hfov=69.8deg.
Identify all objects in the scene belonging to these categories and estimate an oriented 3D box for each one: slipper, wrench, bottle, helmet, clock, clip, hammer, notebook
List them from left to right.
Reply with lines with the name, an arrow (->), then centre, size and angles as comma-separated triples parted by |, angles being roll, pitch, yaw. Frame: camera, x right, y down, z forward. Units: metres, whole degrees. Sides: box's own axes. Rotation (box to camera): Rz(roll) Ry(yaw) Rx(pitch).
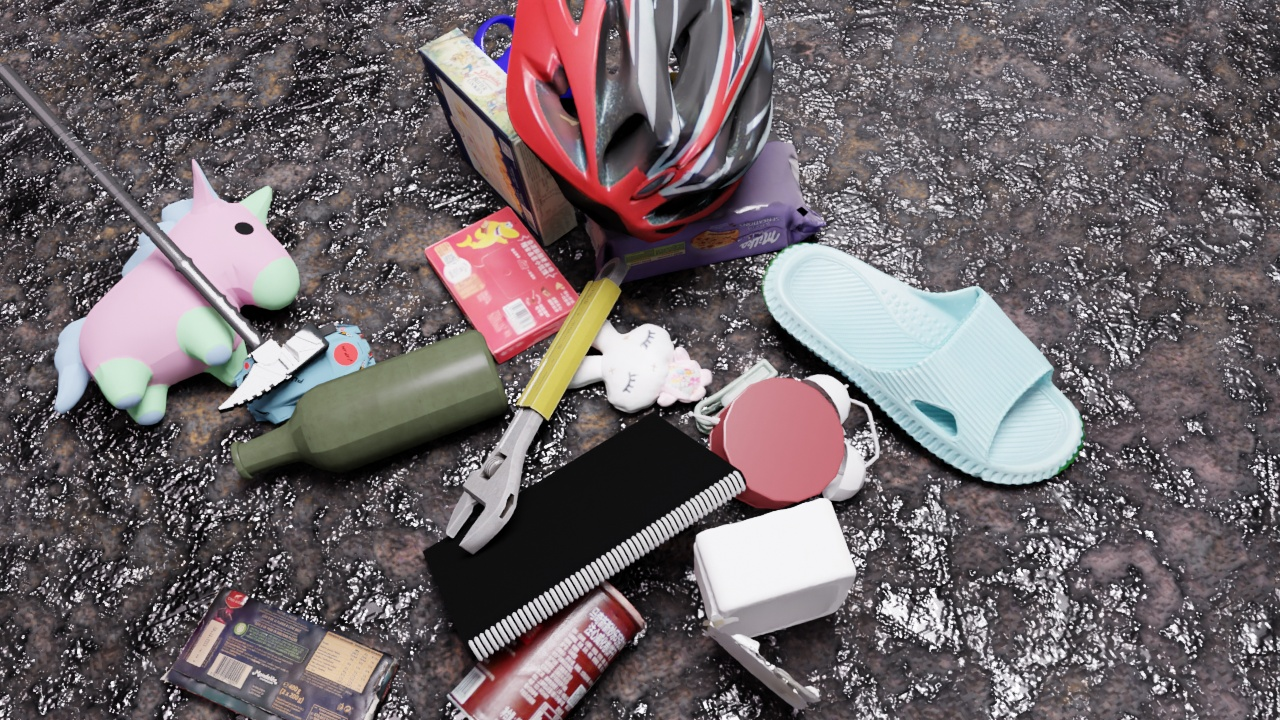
hammer -> -0.388, -0.102, 0.709 | 0.325, 0.015, 0.094 | 48, 63, -2
bottle -> -0.210, 0.042, 0.716 | 0.206, 0.071, 0.071 | -20, 60, -8
wrench -> -0.073, 0.025, 0.711 | 0.084, 0.018, 0.272 | -8, 47, 53
notebook -> -0.045, 0.113, 0.644 | 0.206, 0.016, 0.149 | -30, 23, -14
helmet -> 0.012, -0.225, 0.706 | 0.167, 0.217, 0.271 | -18, 53, 39
clip -> 0.075, 0.030, 0.730 | 0.076, 0.047, 0.023 | -34, 61, -11
clock -> 0.111, 0.062, 0.685 | 0.137, 0.048, 0.096 | -7, 75, -12
slipper -> 0.217, -0.007, 0.703 | 0.276, 0.070, 0.115 | 36, 72, 11

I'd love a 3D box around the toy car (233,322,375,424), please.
toy car -> -0.273, 0.010, 0.748 | 0.107, 0.027, 0.060 | -26, 97, -12

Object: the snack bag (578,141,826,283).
snack bag -> 0.051, -0.135, 0.811 | 0.205, 0.058, 0.096 | -14, 59, -3

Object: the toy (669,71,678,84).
toy -> -0.021, -0.215, 0.846 | 0.119, 0.099, 0.097 | -1, 101, 30

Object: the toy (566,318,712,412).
toy -> -0.004, 0.004, 0.743 | 0.125, 0.037, 0.075 | 18, 70, 22

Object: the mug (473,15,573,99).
mug -> -0.114, -0.274, 0.876 | 0.079, 0.111, 0.083 | 0, 49, 49

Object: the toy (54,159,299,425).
toy -> -0.391, -0.051, 0.766 | 0.222, 0.120, 0.171 | -27, 71, -13

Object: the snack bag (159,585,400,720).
snack bag -> -0.251, 0.218, 0.645 | 0.155, 0.018, 0.074 | 18, 63, 13

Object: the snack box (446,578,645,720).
snack box -> -0.062, 0.200, 0.613 | 0.072, 0.072, 0.121 | 35, 68, 21

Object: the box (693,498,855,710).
box -> 0.095, 0.175, 0.598 | 0.103, 0.110, 0.130 | -15, 59, -5

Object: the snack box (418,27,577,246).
snack box -> -0.122, -0.194, 0.807 | 0.042, 0.144, 0.145 | -36, 64, -13

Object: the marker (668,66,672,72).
marker -> 0.044, -0.256, 0.905 | 0.019, 0.019, 0.145 | -26, 61, -12

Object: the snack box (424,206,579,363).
snack box -> -0.120, -0.069, 0.804 | 0.089, 0.021, 0.133 | -30, 62, -14
